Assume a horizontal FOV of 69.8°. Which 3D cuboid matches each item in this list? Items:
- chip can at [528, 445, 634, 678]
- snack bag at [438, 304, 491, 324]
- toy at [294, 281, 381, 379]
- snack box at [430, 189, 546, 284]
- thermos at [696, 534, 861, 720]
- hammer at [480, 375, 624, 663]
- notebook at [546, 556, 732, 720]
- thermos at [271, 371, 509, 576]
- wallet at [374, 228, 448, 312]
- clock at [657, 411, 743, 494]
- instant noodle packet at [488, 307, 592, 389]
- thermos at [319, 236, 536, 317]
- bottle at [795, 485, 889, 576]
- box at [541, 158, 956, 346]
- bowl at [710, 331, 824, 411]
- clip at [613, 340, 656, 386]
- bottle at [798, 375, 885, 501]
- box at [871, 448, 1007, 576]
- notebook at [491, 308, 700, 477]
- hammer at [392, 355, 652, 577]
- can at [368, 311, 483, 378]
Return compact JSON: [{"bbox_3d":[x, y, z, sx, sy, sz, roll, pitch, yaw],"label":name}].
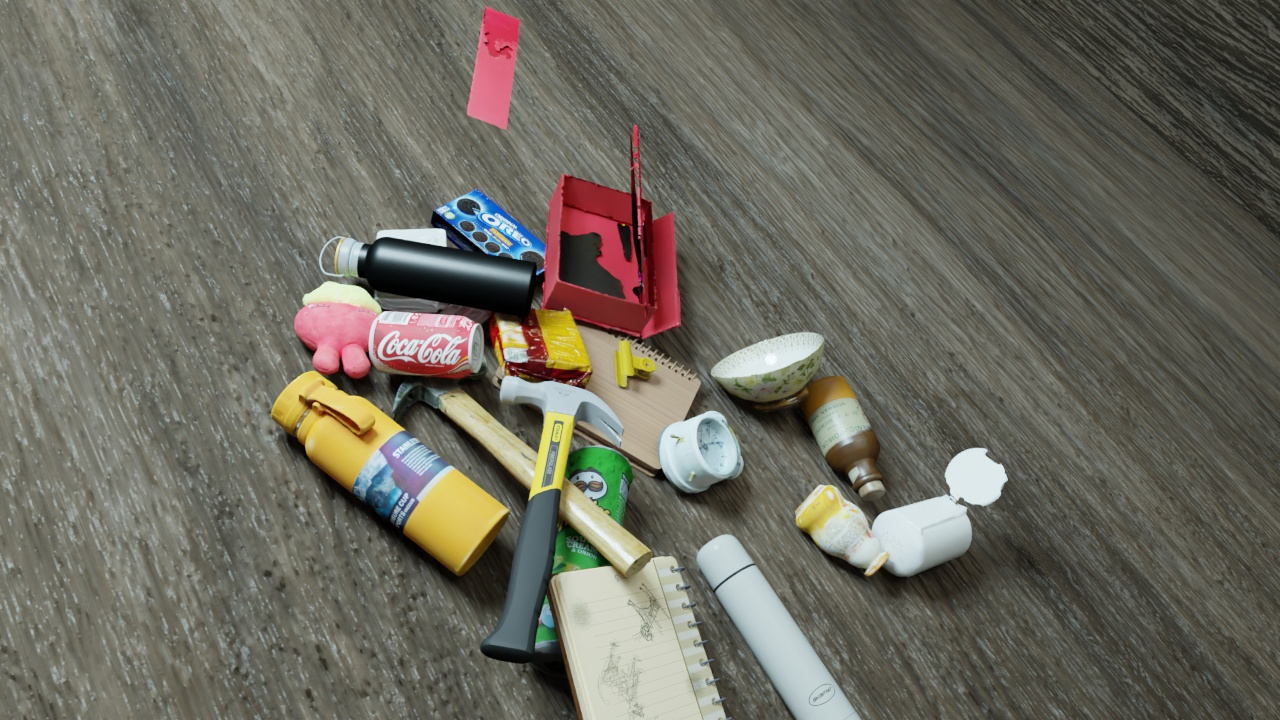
[{"bbox_3d":[-0.057,0.189,0.876,0.075,0.076,0.222,21,45,-11],"label":"chip can"},{"bbox_3d":[-0.206,-0.044,1.036,0.057,0.013,0.157,15,38,23],"label":"snack bag"},{"bbox_3d":[-0.312,-0.033,0.956,0.091,0.045,0.135,8,42,-19],"label":"toy"},{"bbox_3d":[-0.179,-0.149,1.144,0.150,0.027,0.082,39,45,8],"label":"snack box"},{"bbox_3d":[0.133,0.275,0.914,0.052,0.052,0.224,-16,60,-37],"label":"thermos"},{"bbox_3d":[-0.086,0.126,0.811,0.127,0.029,0.322,9,36,-3],"label":"hammer"},{"bbox_3d":[0.011,0.285,0.799,0.167,0.024,0.225,5,61,-47],"label":"notebook"},{"bbox_3d":[-0.231,0.095,0.853,0.232,0.092,0.076,37,24,6],"label":"thermos"},{"bbox_3d":[-0.264,-0.104,1.059,0.086,0.032,0.116,3,52,-12],"label":"wallet"},{"bbox_3d":[0.073,0.100,1.027,0.117,0.057,0.083,-13,77,-50],"label":"clock"},{"bbox_3d":[-0.112,-0.015,1.003,0.098,0.040,0.135,1,33,-18],"label":"instant noodle packet"},{"bbox_3d":[-0.232,-0.097,0.998,0.231,0.061,0.061,10,46,-2],"label":"thermos"},{"bbox_3d":[0.228,0.192,1.031,0.109,0.063,0.063,43,45,15],"label":"bottle"},{"bbox_3d":[0.134,-0.140,1.144,0.510,0.141,0.214,3,48,-4],"label":"box"},{"bbox_3d":[0.164,0.020,1.129,0.144,0.145,0.063,-33,109,-43],"label":"bowl"},{"bbox_3d":[-0.009,0.008,1.071,0.049,0.044,0.053,40,32,-43],"label":"clip"},{"bbox_3d":[0.254,0.099,1.126,0.067,0.068,0.156,0,52,-28],"label":"bottle"},{"bbox_3d":[0.345,0.174,1.059,0.137,0.143,0.083,-6,28,-35],"label":"box"},{"bbox_3d":[-0.044,0.021,1.069,0.210,0.022,0.168,30,44,-1],"label":"notebook"},{"bbox_3d":[-0.117,0.098,0.888,0.330,0.033,0.131,35,41,31],"label":"hammer"},{"bbox_3d":[-0.218,-0.016,0.940,0.105,0.064,0.064,4,46,4],"label":"can"}]
